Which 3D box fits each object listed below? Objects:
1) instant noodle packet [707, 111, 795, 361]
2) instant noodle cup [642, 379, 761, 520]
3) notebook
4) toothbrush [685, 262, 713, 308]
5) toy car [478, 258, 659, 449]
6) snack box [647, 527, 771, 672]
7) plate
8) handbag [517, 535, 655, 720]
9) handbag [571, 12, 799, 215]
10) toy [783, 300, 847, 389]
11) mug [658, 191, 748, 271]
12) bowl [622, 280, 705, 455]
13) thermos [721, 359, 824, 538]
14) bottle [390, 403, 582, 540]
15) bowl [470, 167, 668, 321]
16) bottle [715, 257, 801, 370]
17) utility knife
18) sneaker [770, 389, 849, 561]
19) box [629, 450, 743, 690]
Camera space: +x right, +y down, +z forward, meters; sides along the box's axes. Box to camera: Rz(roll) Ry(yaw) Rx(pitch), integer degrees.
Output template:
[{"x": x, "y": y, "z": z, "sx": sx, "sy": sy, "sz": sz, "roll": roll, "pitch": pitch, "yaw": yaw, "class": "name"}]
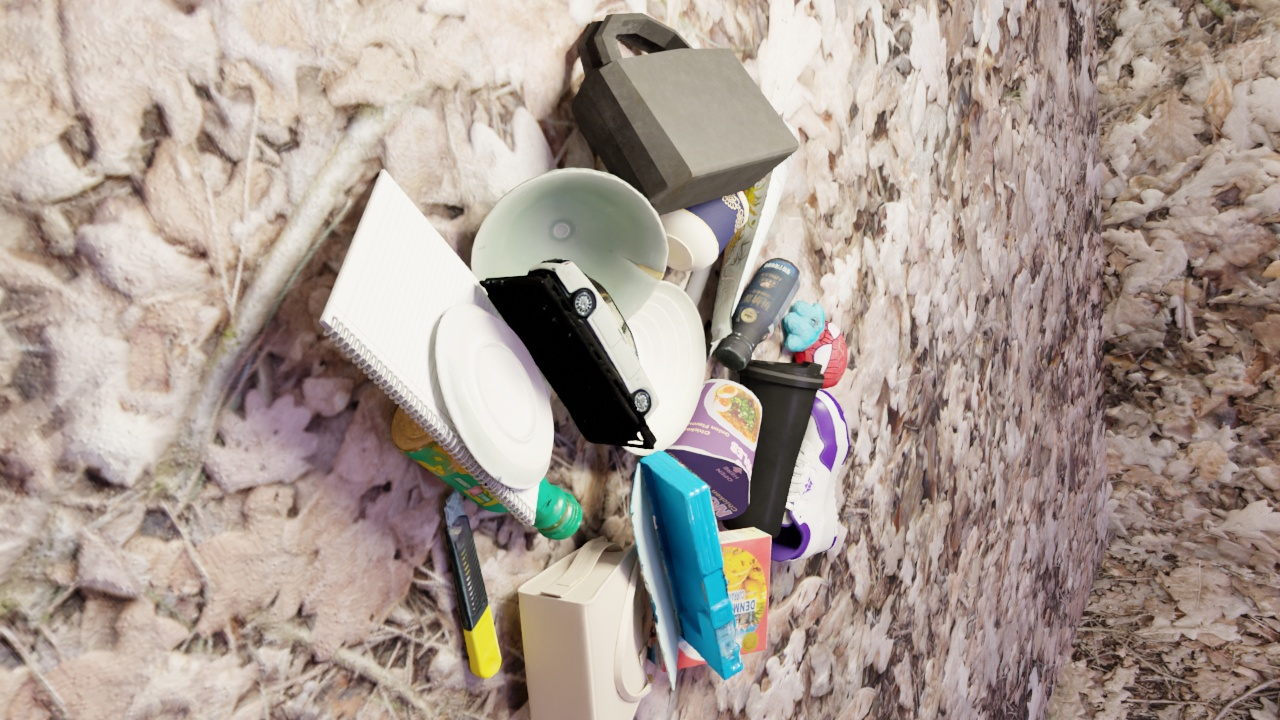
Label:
[{"x": 0.118, "y": -0.140, "z": 1.050, "sx": 0.147, "sy": 0.057, "sz": 0.268, "roll": 99, "pitch": 8, "yaw": -76, "class": "instant noodle packet"}, {"x": 0.084, "y": 0.089, "z": 1.018, "sx": 0.122, "sy": 0.137, "sz": 0.121, "roll": 41, "pitch": 50, "yaw": -17, "class": "instant noodle cup"}, {"x": -0.141, "y": -0.006, "z": 0.715, "sx": 0.245, "sy": 0.013, "sz": 0.177, "roll": 53, "pitch": 26, "yaw": -38, "class": "notebook"}, {"x": 0.072, "y": -0.106, "z": 1.047, "sx": 0.019, "sy": 0.018, "sz": 0.187, "roll": 42, "pitch": 63, "yaw": -50, "class": "toothbrush"}, {"x": -0.045, "y": -0.014, "z": 0.794, "sx": 0.071, "sy": 0.094, "sz": 0.192, "roll": -48, "pitch": 121, "yaw": -29, "class": "toy car"}, {"x": 0.080, "y": 0.274, "z": 1.062, "sx": 0.142, "sy": 0.040, "sz": 0.145, "roll": -3, "pitch": 99, "yaw": -28, "class": "snack box"}, {"x": -0.109, "y": 0.026, "z": 0.727, "sx": 0.157, "sy": 0.014, "sz": 0.156, "roll": 54, "pitch": 23, "yaw": -38, "class": "plate"}, {"x": -0.034, "y": 0.272, "z": 0.927, "sx": 0.197, "sy": 0.101, "sz": 0.195, "roll": -29, "pitch": 119, "yaw": -60, "class": "handbag"}, {"x": 0.018, "y": -0.243, "z": 0.872, "sx": 0.196, "sy": 0.103, "sz": 0.199, "roll": -24, "pitch": 82, "yaw": -45, "class": "handbag"}, {"x": 0.239, "y": -0.023, "z": 1.246, "sx": 0.133, "sy": 0.062, "sz": 0.092, "roll": 54, "pitch": 47, "yaw": -28, "class": "toy"}, {"x": 0.046, "y": -0.151, "z": 0.966, "sx": 0.112, "sy": 0.086, "sz": 0.089, "roll": 40, "pitch": 61, "yaw": -8, "class": "mug"}, {"x": -0.006, "y": 0.005, "z": 0.934, "sx": 0.176, "sy": 0.058, "sz": 0.177, "roll": -12, "pitch": 106, "yaw": -51, "class": "bowl"}, {"x": 0.156, "y": 0.104, "z": 1.131, "sx": 0.105, "sy": 0.106, "sz": 0.218, "roll": 5, "pitch": 97, "yaw": -52, "class": "thermos"}, {"x": -0.121, "y": 0.096, "z": 0.791, "sx": 0.209, "sy": 0.068, "sz": 0.068, "roll": 48, "pitch": 59, "yaw": -45, "class": "bottle"}, {"x": -0.067, "y": -0.103, "z": 0.820, "sx": 0.174, "sy": 0.067, "sz": 0.174, "roll": -10, "pitch": 128, "yaw": -13, "class": "bowl"}, {"x": 0.143, "y": -0.057, "z": 1.117, "sx": 0.160, "sy": 0.056, "sz": 0.056, "roll": -56, "pitch": 135, "yaw": -30, "class": "bottle"}, {"x": -0.151, "y": 0.198, "z": 0.810, "sx": 0.028, "sy": 0.020, "sz": 0.188, "roll": -28, "pitch": 119, "yaw": -48, "class": "utility knife"}, {"x": 0.200, "y": 0.158, "z": 1.198, "sx": 0.110, "sy": 0.092, "sz": 0.244, "roll": -18, "pitch": 116, "yaw": -36, "class": "sneaker"}, {"x": 0.032, "y": 0.220, "z": 0.928, "sx": 0.085, "sy": 0.092, "sz": 0.244, "roll": -25, "pitch": 120, "yaw": -22, "class": "box"}]
